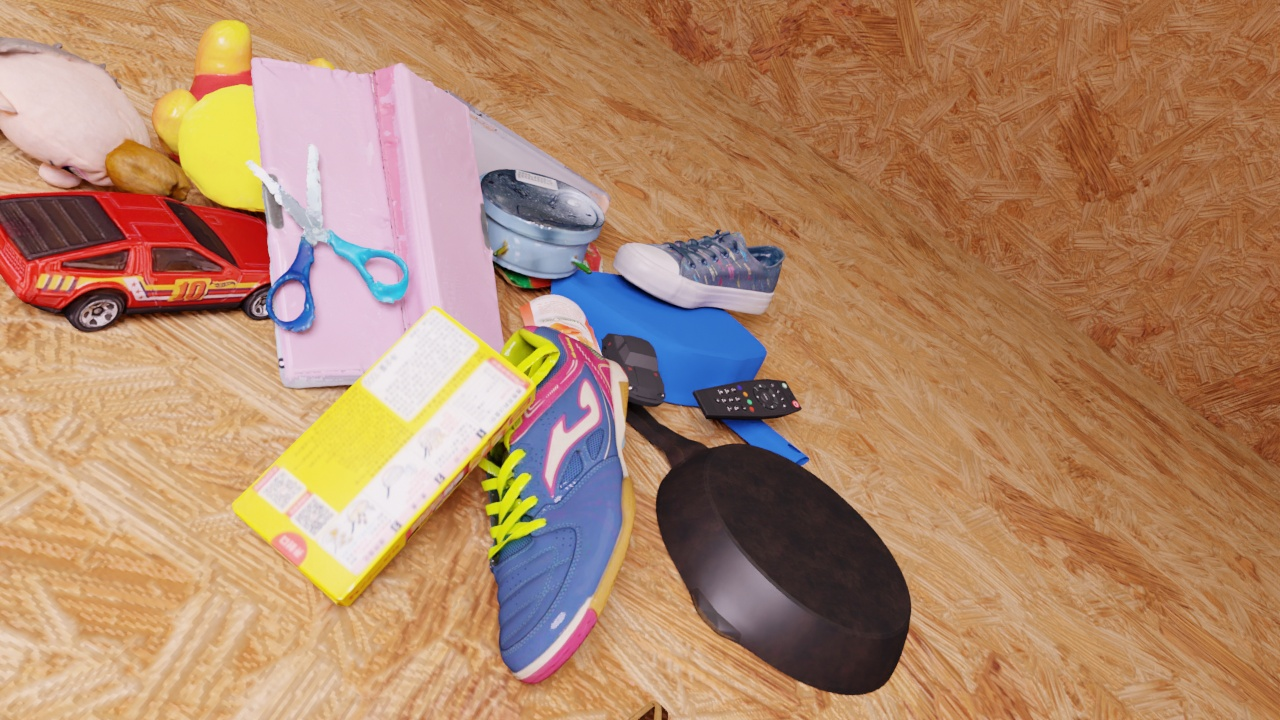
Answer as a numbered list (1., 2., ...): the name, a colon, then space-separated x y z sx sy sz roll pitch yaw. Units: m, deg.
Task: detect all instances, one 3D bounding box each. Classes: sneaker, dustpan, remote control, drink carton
1. sneaker: -0.068 0.072 0.549 0.091 0.116 0.241 34 33 -24
2. dustpan: 0.069 0.008 0.884 0.257 0.060 0.245 39 23 33
3. remote control: 0.094 0.036 0.809 0.124 0.010 0.039 -2 55 -42
4. sneaker: 0.067 -0.103 0.954 0.235 0.079 0.087 4 31 -48
5. drink carton: -0.062 -0.014 0.753 0.069 0.039 0.122 16 19 -18

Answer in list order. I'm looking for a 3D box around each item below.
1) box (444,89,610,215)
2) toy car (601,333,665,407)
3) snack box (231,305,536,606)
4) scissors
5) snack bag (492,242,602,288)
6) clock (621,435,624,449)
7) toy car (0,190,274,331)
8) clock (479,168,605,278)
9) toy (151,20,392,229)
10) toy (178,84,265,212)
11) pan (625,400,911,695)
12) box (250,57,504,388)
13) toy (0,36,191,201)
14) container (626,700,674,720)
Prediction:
1. box: -0.141 -0.191 0.976 0.216 0.095 0.107 31 49 -10
2. toy car: -0.005 0.004 0.759 0.042 0.036 0.091 13 25 -24
3. snack box: -0.132 0.047 0.488 0.075 0.025 0.152 38 67 7
4. scissors: -0.215 -0.076 0.581 0.109 0.015 0.132 -43 96 -26
5. snack bag: -0.106 -0.094 0.880 0.154 0.044 0.087 -4 46 -46
6. clock: -0.055 0.039 0.691 0.087 0.042 0.123 16 32 -35
7. toy car: -0.296 -0.065 0.565 0.081 0.056 0.189 46 24 20
8. clock: -0.099 -0.136 0.856 0.118 0.060 0.162 11 31 -19
9. toy: -0.256 -0.165 0.723 0.216 0.099 0.147 25 64 -16
10. toy: -0.268 -0.147 0.635 0.095 0.041 0.094 22 71 -14
11. pan: 0.076 0.105 0.735 0.356 0.043 0.248 44 26 19
12. box: -0.170 -0.095 0.641 0.179 0.059 0.232 1 75 -50
13. toy: -0.371 -0.152 0.600 0.176 0.076 0.132 37 11 9
14. container: 0.008 0.226 0.418 0.061 0.063 0.113 37 24 -13
